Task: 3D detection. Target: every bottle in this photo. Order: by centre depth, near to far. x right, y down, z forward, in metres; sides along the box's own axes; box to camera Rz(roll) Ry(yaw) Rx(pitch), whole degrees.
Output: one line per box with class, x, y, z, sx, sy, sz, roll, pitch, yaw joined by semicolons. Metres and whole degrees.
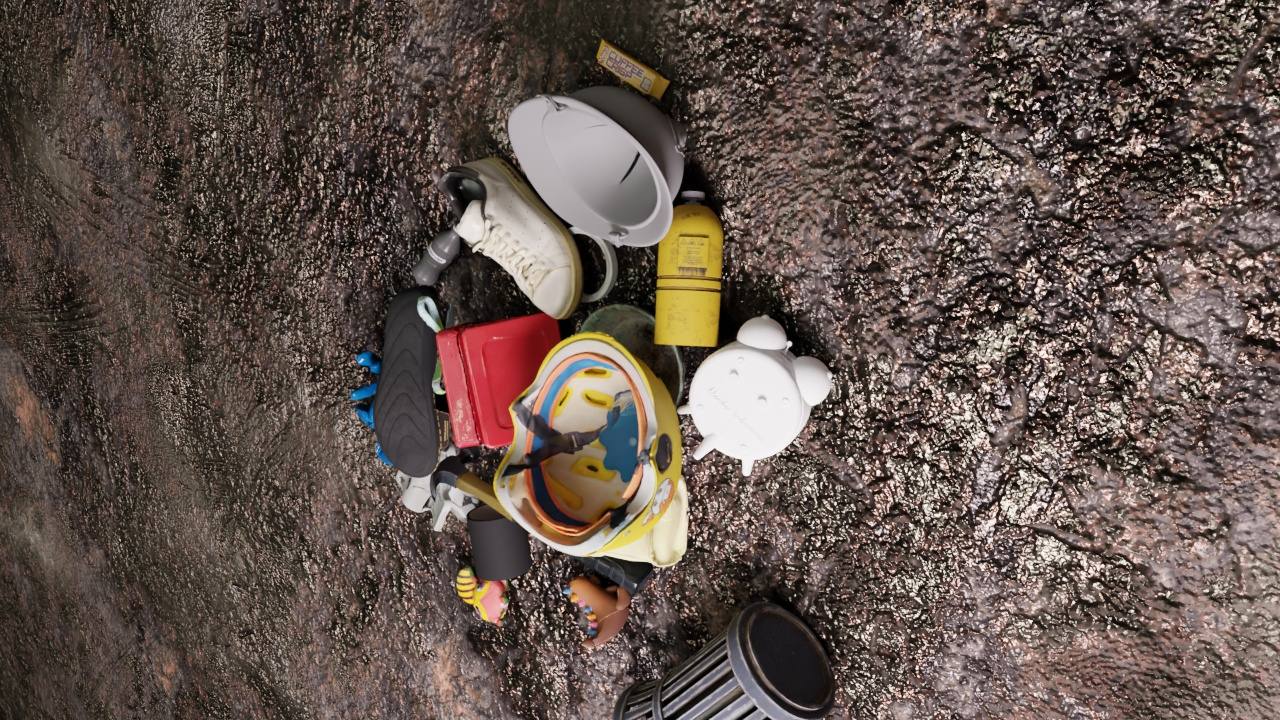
bottle;0.053;-0.098;0.988;0.071;0.071;0.164;4;92;34
bottle;-0.268;-0.144;1.228;0.110;0.036;0.036;-44;77;35

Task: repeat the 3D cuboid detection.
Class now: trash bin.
trash bin;0.099;0.394;1.056;0.164;0.163;0.228;50;121;13

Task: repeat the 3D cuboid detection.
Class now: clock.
clock;0.117;0.041;0.981;0.125;0.072;0.161;43;117;10

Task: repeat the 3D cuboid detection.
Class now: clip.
clip;-0.300;0.177;1.334;0.143;0.072;0.125;44;126;26

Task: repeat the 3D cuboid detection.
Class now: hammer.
hammer;-0.137;0.211;1.205;0.333;0.117;0.025;25;122;21

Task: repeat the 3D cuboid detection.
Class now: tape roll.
tape roll;-0.069;-0.117;1.113;0.093;0.013;0.093;11;110;32

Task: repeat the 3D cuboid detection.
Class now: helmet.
helmet;-0.023;-0.230;0.991;0.271;0.117;0.183;21;146;50
helmet;-0.036;0.096;1.027;0.209;0.139;0.240;17;90;36

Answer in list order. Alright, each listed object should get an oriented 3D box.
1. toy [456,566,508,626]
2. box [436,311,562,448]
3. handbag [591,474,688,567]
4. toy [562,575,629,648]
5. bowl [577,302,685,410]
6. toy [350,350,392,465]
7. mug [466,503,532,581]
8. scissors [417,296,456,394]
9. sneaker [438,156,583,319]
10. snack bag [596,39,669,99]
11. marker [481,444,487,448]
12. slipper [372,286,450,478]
toy;-0.225;0.342;1.334;0.103;0.046;0.084;24;122;31
box;-0.163;0.022;1.167;0.168;0.153;0.157;-7;99;15
handbag;-0.005;0.188;1.113;0.119;0.081;0.111;-1;80;38
toy;-0.065;0.323;1.183;0.090;0.102;0.071;37;122;13
bowl;-0.007;0.006;1.088;0.158;0.038;0.157;10;109;32
toy;-0.385;0.057;1.350;0.113;0.070;0.177;30;128;28
mug;-0.202;0.246;1.278;0.114;0.078;0.088;11;112;61
scissors;-0.254;-0.030;1.193;0.022;0.171;0.174;-14;135;10
sneaker;-0.161;-0.150;1.100;0.241;0.102;0.089;55;128;19
snack bag;-0.011;-0.321;1.010;0.099;0.020;0.026;39;120;20
marker;-0.258;0.069;1.296;0.140;0.016;0.016;46;124;16
slipper;-0.302;0.029;1.265;0.113;0.075;0.267;-10;75;22
